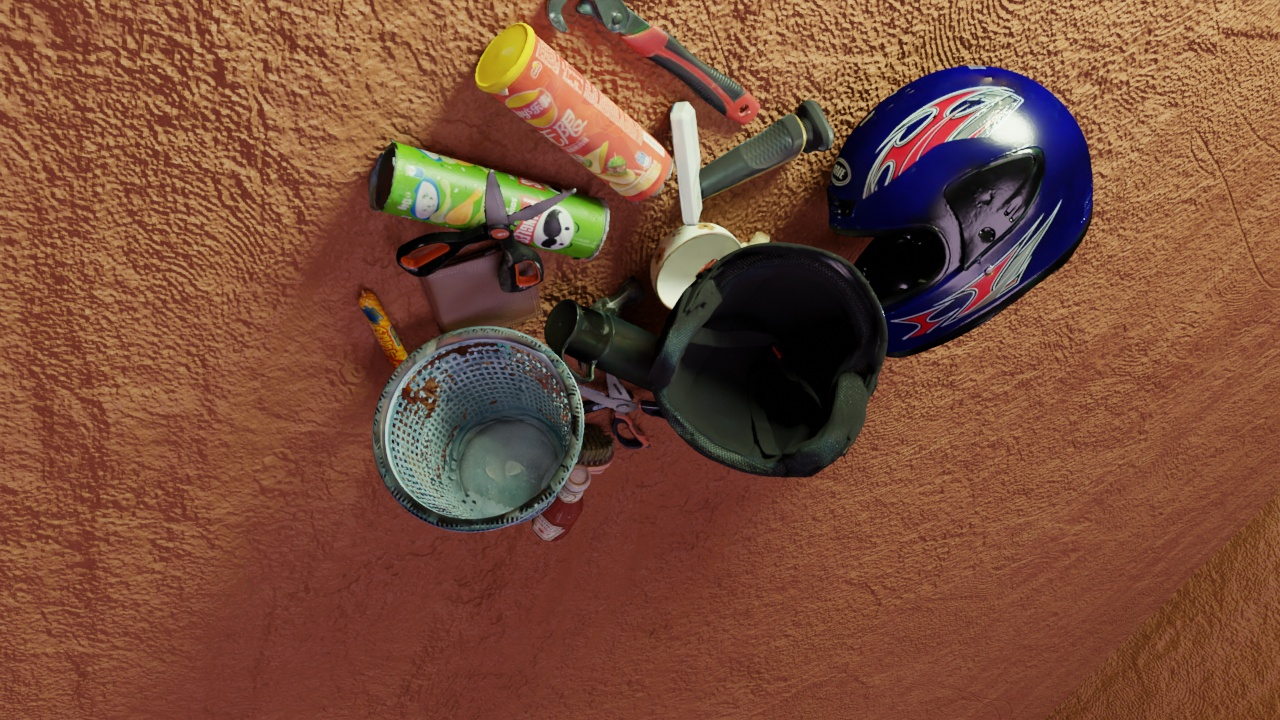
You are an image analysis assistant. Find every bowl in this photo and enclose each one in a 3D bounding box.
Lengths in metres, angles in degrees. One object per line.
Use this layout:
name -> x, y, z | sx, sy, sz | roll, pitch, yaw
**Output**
bowl -> 0.060, -0.118, 1.077 | 0.113, 0.062, 0.114 | -15, 136, -15

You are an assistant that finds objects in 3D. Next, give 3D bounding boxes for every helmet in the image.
helmet -> 0.142, -0.011, 1.011 | 0.233, 0.229, 0.275 | 34, 111, -2
helmet -> 0.329, -0.182, 1.026 | 0.316, 0.247, 0.240 | -39, 106, 11

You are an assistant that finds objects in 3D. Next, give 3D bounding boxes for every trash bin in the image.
trash bin -> -0.170, 0.100, 1.057 | 0.226, 0.226, 0.195 | -23, 161, -6

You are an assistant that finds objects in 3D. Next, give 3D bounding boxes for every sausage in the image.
sausage -> -0.280, -0.018, 1.028 | 0.021, 0.021, 0.165 | -22, 136, -7

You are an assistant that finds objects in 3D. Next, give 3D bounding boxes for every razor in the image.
razor -> 0.132, -0.227, 1.026 | 0.167, 0.062, 0.067 | -27, 168, 6

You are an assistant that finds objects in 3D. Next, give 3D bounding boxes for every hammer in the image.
hammer -> 0.028, 0.018, 1.208 | 0.126, 0.032, 0.323 | -38, 136, 10

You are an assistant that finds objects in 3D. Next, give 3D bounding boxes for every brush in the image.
brush -> -0.101, 0.126, 1.221 | 0.145, 0.063, 0.073 | 3, 128, -31

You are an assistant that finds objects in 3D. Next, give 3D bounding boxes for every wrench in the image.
wrench -> 0.024, -0.304, 0.921 | 0.273, 0.016, 0.056 | 18, 120, -37

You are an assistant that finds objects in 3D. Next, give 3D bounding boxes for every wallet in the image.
wallet -> -0.175, -0.078, 1.021 | 0.124, 0.032, 0.101 | -19, 132, -10

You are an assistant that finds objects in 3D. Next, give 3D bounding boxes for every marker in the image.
marker -> -0.066, 0.062, 1.213 | 0.123, 0.015, 0.018 | -14, 140, -18

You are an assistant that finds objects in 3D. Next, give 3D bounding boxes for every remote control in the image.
remote control -> 0.050, -0.210, 0.978 | 0.024, 0.048, 0.125 | -1, 122, 12

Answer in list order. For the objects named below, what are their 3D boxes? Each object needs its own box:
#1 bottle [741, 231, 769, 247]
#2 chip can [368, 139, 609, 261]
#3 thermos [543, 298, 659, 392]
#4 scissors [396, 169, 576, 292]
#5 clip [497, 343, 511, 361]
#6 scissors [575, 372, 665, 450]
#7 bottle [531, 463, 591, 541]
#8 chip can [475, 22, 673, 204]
bottle -> 0.123, -0.091, 1.139 | 0.066, 0.066, 0.150 | 6, 120, -31
chip can -> -0.149, -0.158, 0.929 | 0.235, 0.072, 0.072 | 10, 124, -32
thermos -> -0.007, 0.006, 1.097 | 0.242, 0.089, 0.069 | 22, 159, -39
scissors -> -0.150, -0.117, 0.904 | 0.229, 0.021, 0.221 | -8, 158, 12
clip -> -0.165, -0.025, 1.080 | 0.013, 0.038, 0.055 | -21, 126, -9
scissors -> -0.010, 0.066, 1.211 | 0.226, 0.015, 0.190 | 8, 145, -21
bottle -> -0.103, 0.189, 1.229 | 0.059, 0.059, 0.207 | -8, 156, -20
chip can -> -0.059, -0.237, 0.902 | 0.073, 0.073, 0.216 | -45, 134, 16
